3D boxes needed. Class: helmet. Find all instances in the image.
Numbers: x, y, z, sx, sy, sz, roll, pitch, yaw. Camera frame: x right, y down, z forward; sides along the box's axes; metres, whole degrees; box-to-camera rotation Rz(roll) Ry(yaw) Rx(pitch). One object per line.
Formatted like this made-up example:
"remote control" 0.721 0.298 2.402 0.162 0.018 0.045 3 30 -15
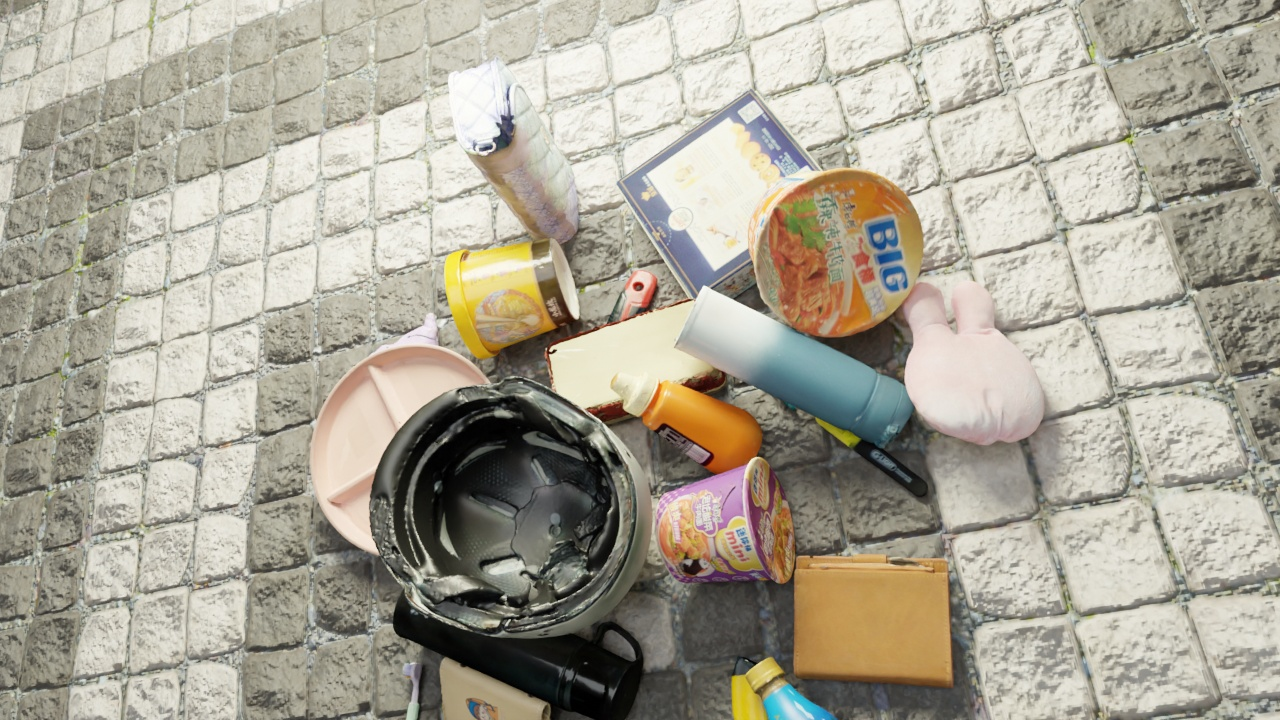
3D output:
"helmet" -0.102 0.146 0.856 0.274 0.157 0.229 12 72 33

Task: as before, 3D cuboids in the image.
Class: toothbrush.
"toothbrush" -0.234 0.394 0.896 0.021 0.029 0.189 9 71 -16

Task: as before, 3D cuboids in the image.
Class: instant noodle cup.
"instant noodle cup" 0.168 -0.108 0.848 0.151 0.151 0.111 -34 18 6
"instant noodle cup" 0.073 0.151 0.822 0.099 0.111 0.111 -16 65 23
"instant noodle cup" -0.133 -0.073 0.981 0.114 0.118 0.118 -16 66 7

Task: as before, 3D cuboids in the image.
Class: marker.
"marker" 0.211 0.083 0.842 0.124 0.015 0.018 39 91 27

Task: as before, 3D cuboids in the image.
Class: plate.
"plate" -0.246 0.096 0.986 0.230 0.028 0.229 -3 78 13

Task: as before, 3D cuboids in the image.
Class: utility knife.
"utility knife" 0.100 0.347 0.786 0.033 0.015 0.180 -12 67 22

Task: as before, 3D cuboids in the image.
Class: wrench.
"wrench" -0.055 0.024 0.966 0.056 0.016 0.273 27 83 22

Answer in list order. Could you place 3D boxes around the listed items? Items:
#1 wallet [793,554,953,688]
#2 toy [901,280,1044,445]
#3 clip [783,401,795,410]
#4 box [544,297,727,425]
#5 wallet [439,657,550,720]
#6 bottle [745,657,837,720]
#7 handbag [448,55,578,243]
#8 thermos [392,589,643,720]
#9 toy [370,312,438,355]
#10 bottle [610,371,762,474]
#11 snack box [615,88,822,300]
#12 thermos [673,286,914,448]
"wallet" 0.197 0.221 0.787 0.132 0.031 0.107 -4 72 19
"toy" 0.289 0.001 0.810 0.121 0.054 0.159 -1 63 -10
"clip" 0.135 0.025 0.894 0.057 0.014 0.047 41 90 29
"box" -0.005 0.005 0.909 0.168 0.075 0.091 -17 70 9
"wallet" -0.137 0.332 0.855 0.115 0.024 0.087 14 119 23
"bottle" 0.158 0.341 0.738 0.065 0.065 0.218 -37 61 4
"handbag" -0.130 -0.223 0.986 0.076 0.194 0.134 -17 66 12
"thermos" -0.114 0.266 0.878 0.243 0.068 0.089 15 46 23
"toy" -0.268 0.005 1.042 0.108 0.039 0.083 -25 73 9
"bottle" 0.039 0.052 0.854 0.149 0.067 0.066 29 81 -11
"snack box" 0.093 -0.168 0.964 0.182 0.046 0.178 -34 62 6
"thermos" 0.140 0.007 0.830 0.220 0.070 0.070 26 80 2
